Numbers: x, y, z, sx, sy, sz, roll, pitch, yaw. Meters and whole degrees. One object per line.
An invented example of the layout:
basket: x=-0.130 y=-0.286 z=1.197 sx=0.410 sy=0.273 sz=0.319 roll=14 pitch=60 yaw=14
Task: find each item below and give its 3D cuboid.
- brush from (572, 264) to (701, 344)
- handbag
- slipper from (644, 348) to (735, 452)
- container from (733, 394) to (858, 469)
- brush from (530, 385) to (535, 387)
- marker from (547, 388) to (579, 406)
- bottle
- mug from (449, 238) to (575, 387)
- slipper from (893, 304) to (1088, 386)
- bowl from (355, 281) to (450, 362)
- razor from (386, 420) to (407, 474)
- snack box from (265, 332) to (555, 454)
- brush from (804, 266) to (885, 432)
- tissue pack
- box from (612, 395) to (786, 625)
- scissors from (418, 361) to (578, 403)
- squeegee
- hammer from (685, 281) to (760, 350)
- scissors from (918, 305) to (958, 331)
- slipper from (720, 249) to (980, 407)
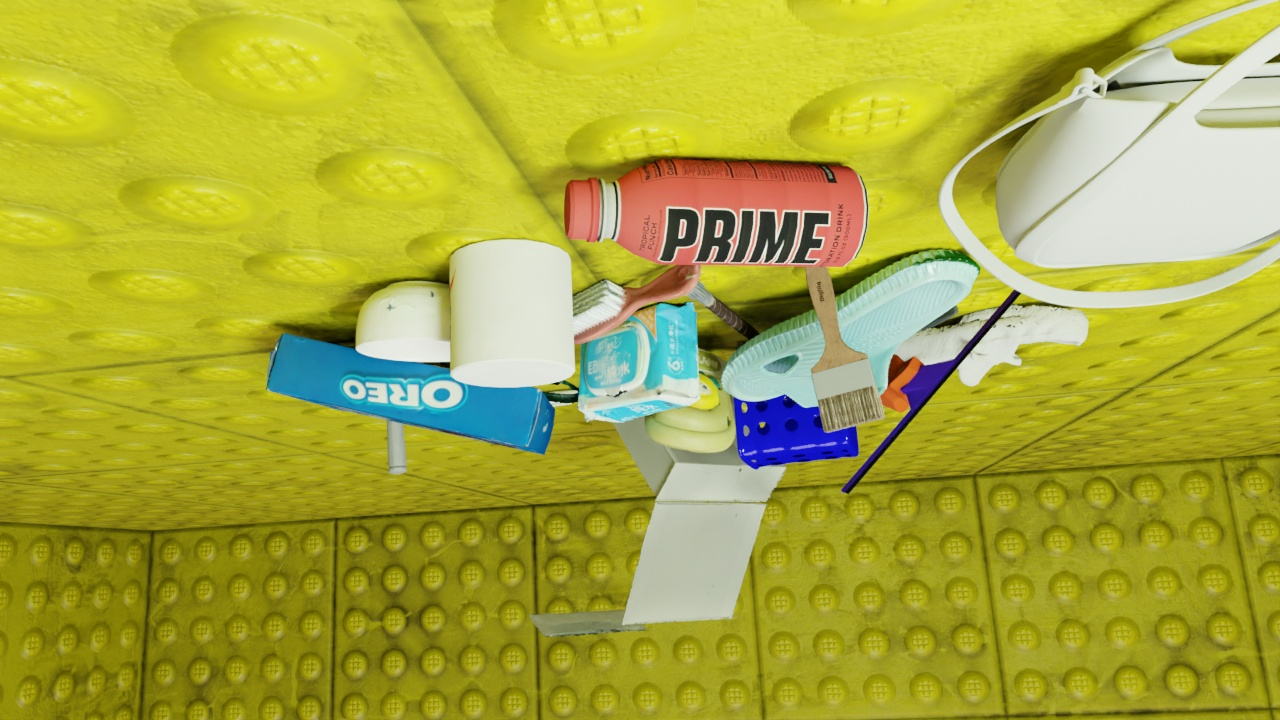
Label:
brush: x=-0.016 y=-0.052 z=0.752 sx=0.030 sy=0.040 sz=0.173 roll=26 pitch=152 yaw=-31
handbag: x=0.284 y=-0.111 z=0.454 sx=0.215 sy=0.095 sz=0.223 roll=-4 pitch=162 yaw=-5
slipper: x=0.060 y=0.025 z=0.941 sx=0.091 sy=0.082 sz=0.190 roll=15 pitch=-155 yaw=-1
container: x=0.166 y=0.064 z=0.971 sx=0.114 sy=0.084 sz=0.085 roll=-9 pitch=162 yaw=19
brush: x=-0.153 y=0.048 z=1.054 sx=0.055 sy=0.075 sz=0.136 roll=-4 pitch=167 yaw=1
marker: x=-0.056 y=0.044 z=1.173 sx=0.134 sy=0.020 sz=0.017 roll=-6 pitch=157 yaw=13
bottle: x=0.043 y=-0.088 z=0.550 sx=0.176 sy=0.062 sz=0.062 roll=0 pitch=167 yaw=-12
mug: x=-0.090 y=-0.030 z=0.702 sx=0.091 sy=0.090 sz=0.121 roll=-9 pitch=166 yaw=22
slipper: x=0.334 y=-0.009 z=0.957 sx=0.247 sy=0.074 sz=0.112 roll=-16 pitch=177 yaw=37
bowl: x=-0.177 y=-0.032 z=0.747 sx=0.105 sy=0.054 sz=0.105 roll=1 pitch=171 yaw=0
razor: x=-0.273 y=0.068 z=1.018 sx=0.047 sy=0.116 sz=0.088 roll=-16 pitch=162 yaw=28
snack box: x=-0.207 y=0.038 z=0.885 sx=0.239 sy=0.056 sz=0.196 roll=12 pitch=172 yaw=0
brush: x=0.141 y=-0.020 z=0.682 sx=0.045 sy=0.143 sz=0.008 roll=-18 pitch=163 yaw=22
tissue pack: x=-0.005 y=0.005 z=0.866 sx=0.061 sy=0.092 sz=0.145 roll=12 pitch=160 yaw=-42
box: x=0.079 y=0.255 z=1.057 sx=0.166 sy=0.505 sz=0.149 roll=6 pitch=160 yaw=-32
scissors: x=-0.167 y=-0.004 z=0.917 sx=0.210 sy=0.015 sz=0.154 roll=6 pitch=152 yaw=29
squeegee: x=0.244 y=0.022 z=0.896 sx=0.055 sy=0.249 sz=0.185 roll=42 pitch=174 yaw=0
hammer: x=0.099 y=-0.030 z=0.868 sx=0.099 sy=0.044 sz=0.321 roll=-9 pitch=163 yaw=24
scissors: x=0.250 y=-0.032 z=0.922 sx=0.129 sy=0.019 sz=0.138 roll=-11 pitch=169 yaw=13
slipper: x=0.178 y=-0.009 z=0.809 sx=0.115 sy=0.069 sz=0.277 roll=13 pitch=148 yaw=-36
